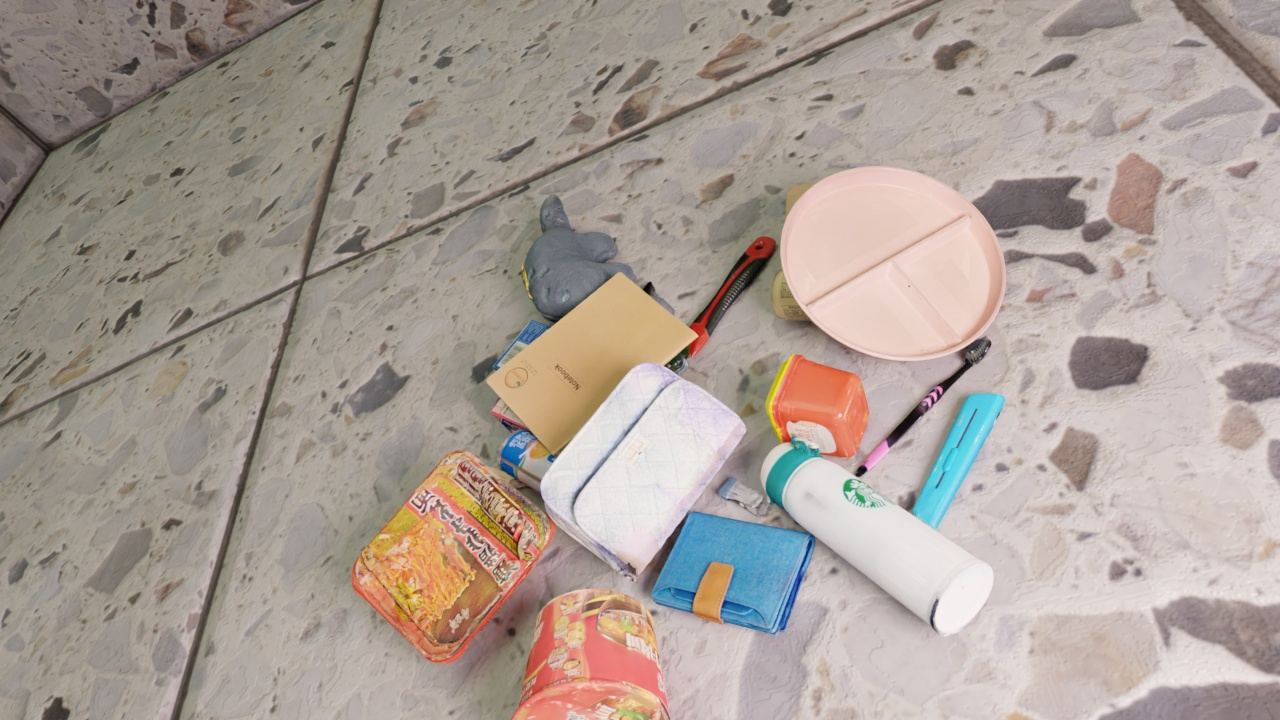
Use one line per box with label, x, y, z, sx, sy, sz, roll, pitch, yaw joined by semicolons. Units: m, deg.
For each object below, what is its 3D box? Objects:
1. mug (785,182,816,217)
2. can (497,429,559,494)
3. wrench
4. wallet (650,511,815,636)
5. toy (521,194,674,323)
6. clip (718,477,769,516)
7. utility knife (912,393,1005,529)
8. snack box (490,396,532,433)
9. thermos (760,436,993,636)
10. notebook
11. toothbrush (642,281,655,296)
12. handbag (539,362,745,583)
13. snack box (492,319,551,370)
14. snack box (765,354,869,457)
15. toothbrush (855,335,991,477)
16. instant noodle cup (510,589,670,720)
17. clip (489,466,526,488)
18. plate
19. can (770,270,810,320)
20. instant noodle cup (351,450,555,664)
mug;0.227;-0.146;1.042;0.104;0.084;0.124;-4;75;28
can;-0.090;0.125;0.998;0.135;0.053;0.053;25;68;31
wrench;0.083;-0.046;1.083;0.056;0.016;0.272;15;62;41
wallet;0.085;0.195;0.854;0.133;0.040;0.106;4;51;37
toy;-0.083;-0.113;1.194;0.138;0.091;0.356;-35;43;-2
clip;0.102;0.135;0.908;0.025;0.031;0.057;-47;39;-15
utility knife;0.272;0.109;0.822;0.034;0.018;0.198;17;65;40
snack box;-0.083;0.078;1.050;0.208;0.057;0.058;19;67;41
thermos;0.192;0.140;0.794;0.073;0.073;0.224;-44;40;-9
notebook;-0.058;-0.001;1.038;0.207;0.008;0.148;-40;53;-11
toothbrush;-0.012;-0.020;1.127;0.014;0.016;0.188;-9;51;41
handbag;-0.001;0.105;0.916;0.134;0.076;0.193;34;72;13
snack box;-0.109;0.004;1.154;0.157;0.026;0.084;21;66;42
snack box;0.173;0.050;0.888;0.080;0.091;0.081;12;60;31
toothbrush;0.272;0.043;0.881;0.189;0.018;0.014;-44;49;-7
instant noodle cup;-0.043;0.275;0.800;0.138;0.138;0.108;-22;36;15
clip;-0.164;0.136;1.068;0.103;0.035;0.092;-40;44;-12
plate;0.254;-0.099;0.935;0.229;0.028;0.229;1;65;-2
can;0.205;-0.072;0.995;0.116;0.058;0.058;3;55;34
instant noodle cup;-0.191;0.209;0.966;0.164;0.079;0.188;35;76;27
